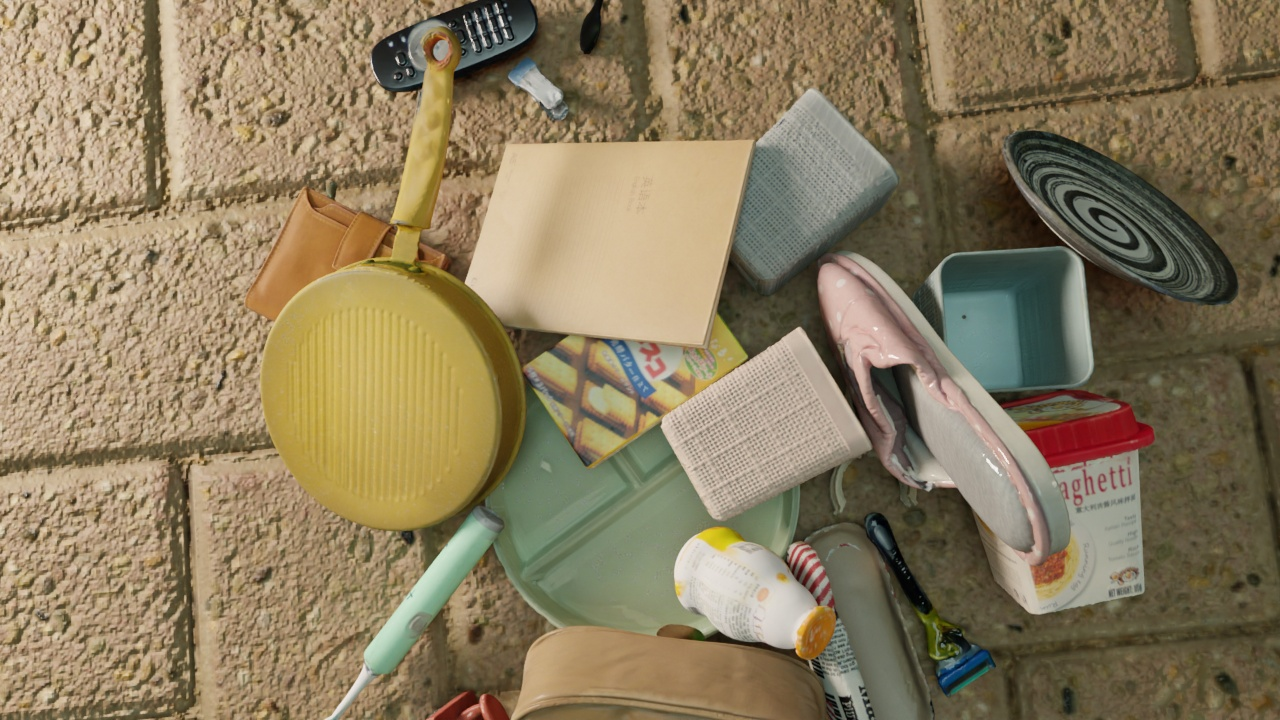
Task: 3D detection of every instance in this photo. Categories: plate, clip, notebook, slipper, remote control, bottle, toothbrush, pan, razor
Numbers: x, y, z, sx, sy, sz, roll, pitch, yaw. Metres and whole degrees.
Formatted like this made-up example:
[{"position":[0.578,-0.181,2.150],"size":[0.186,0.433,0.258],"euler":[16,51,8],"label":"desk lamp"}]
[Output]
[{"position":[0.000,0.095,0.675],"size":[0.230,0.027,0.230],"euler":[0,85,5],"label":"plate"},{"position":[0.155,0.072,0.662],"size":[0.098,0.035,0.099],"euler":[-35,78,-1],"label":"clip"},{"position":[-0.031,-0.088,0.653],"size":[0.212,0.012,0.149],"euler":[7,76,30],"label":"notebook"},{"position":[0.165,0.022,0.574],"size":[0.054,0.114,0.274],"euler":[-23,40,-2],"label":"slipper"},{"position":[0.318,-0.095,0.623],"size":[0.179,0.178,0.024],"euler":[36,131,7],"label":"plate"},{"position":[-0.145,-0.248,0.721],"size":[0.136,0.024,0.053],"euler":[-19,85,3],"label":"remote control"},{"position":[-0.080,-0.212,0.715],"size":[0.024,0.028,0.057],"euler":[-40,73,-2],"label":"clip"},{"position":[0.074,0.153,0.598],"size":[0.108,0.063,0.063],"euler":[22,85,45],"label":"bottle"},{"position":[-0.174,0.197,0.668],"size":[0.026,0.027,0.224],"euler":[33,99,-33],"label":"toothbrush"},{"position":[-0.166,-0.054,0.652],"size":[0.198,0.078,0.358],"euler":[10,105,14],"label":"pan"},{"position":[-0.017,-0.329,0.728],"size":[0.014,0.018,0.189],"euler":[16,82,5],"label":"toothbrush"},{"position":[0.195,0.167,0.646],"size":[0.042,0.022,0.143],"euler":[-33,95,-6],"label":"razor"}]

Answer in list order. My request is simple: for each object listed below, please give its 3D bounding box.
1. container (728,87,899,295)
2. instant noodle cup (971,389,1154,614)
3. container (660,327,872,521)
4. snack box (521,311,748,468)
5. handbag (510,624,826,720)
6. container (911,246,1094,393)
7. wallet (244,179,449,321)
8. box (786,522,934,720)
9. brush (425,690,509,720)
[{"position":[0.107,-0.114,0.658],"size":[0.114,0.090,0.090],"euler":[-41,82,2],"label":"container"},{"position":[0.276,0.093,0.617],"size":[0.116,0.116,0.124],"euler":[-13,95,3],"label":"instant noodle cup"},{"position":[0.081,0.046,0.616],"size":[0.111,0.090,0.090],"euler":[-30,83,5],"label":"container"},{"position":[-0.004,0.004,0.656],"size":[0.140,0.034,0.087],"euler":[-34,82,-2],"label":"snack box"},{"position":[0.019,0.246,0.616],"size":[0.204,0.099,0.148],"euler":[8,124,4],"label":"handbag"},{"position":[0.237,-0.019,0.626],"size":[0.090,0.111,0.090],"euler":[-3,83,4],"label":"container"},{"position":[-0.222,-0.066,0.708],"size":[0.131,0.035,0.119],"euler":[26,93,6],"label":"wallet"},{"position":[0.150,0.196,0.625],"size":[0.075,0.085,0.162],"euler":[-17,86,7],"label":"box"},{"position":[-0.108,0.311,0.643],"size":[0.069,0.063,0.145],"euler":[-21,84,15],"label":"brush"}]
